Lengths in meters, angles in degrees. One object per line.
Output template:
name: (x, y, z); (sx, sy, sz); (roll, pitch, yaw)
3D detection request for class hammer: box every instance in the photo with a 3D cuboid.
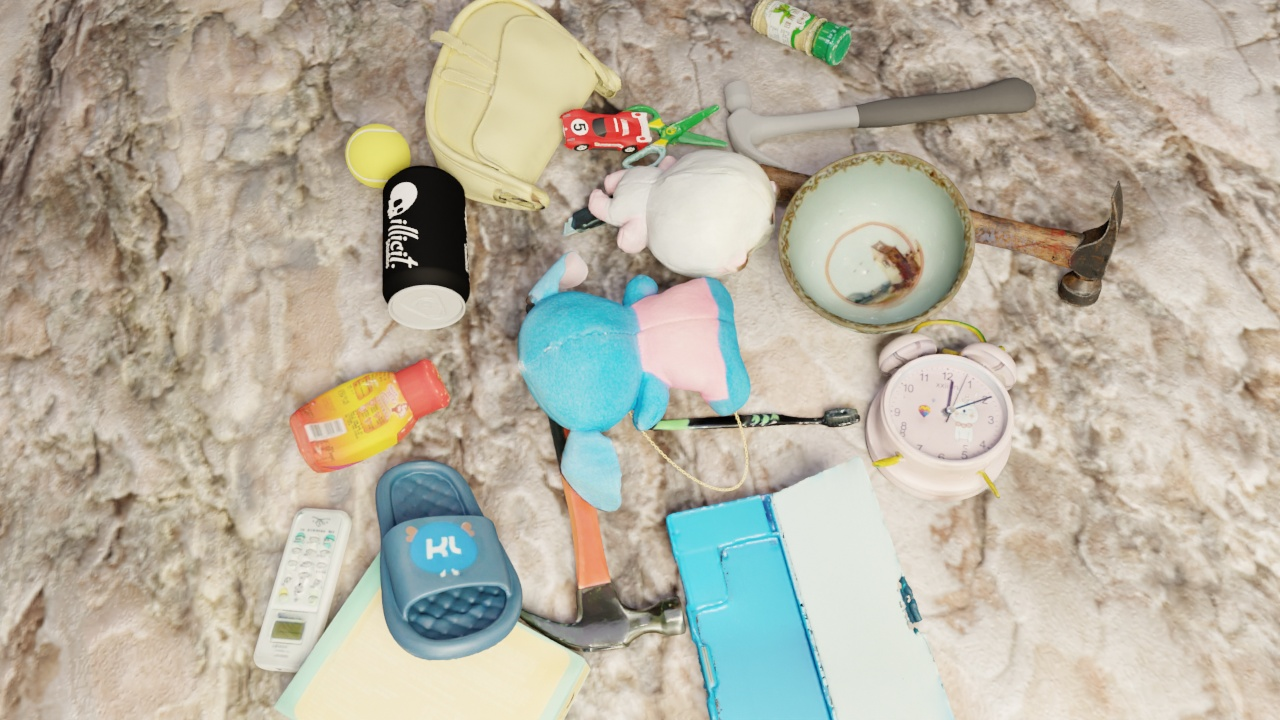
hammer: (0.244, -0.249, 0.936); (0.311, 0.029, 0.124); (-7, 60, 2)
hammer: (0.257, -0.140, 0.839); (0.331, 0.120, 0.033); (18, 51, 22)
hammer: (-0.058, 0.082, 0.789); (0.133, 0.033, 0.332); (-12, 60, 1)

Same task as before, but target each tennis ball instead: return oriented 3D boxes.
tennis ball: (-0.272, -0.212, 0.952); (0.065, 0.065, 0.065); (-3, 61, 5)

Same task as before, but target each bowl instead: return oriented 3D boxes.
bowl: (0.206, -0.091, 0.806); (0.160, 0.094, 0.159); (-3, 77, 13)

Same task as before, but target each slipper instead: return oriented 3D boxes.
slipper: (-0.152, 0.142, 0.714); (0.103, 0.059, 0.213); (-1, 33, -24)

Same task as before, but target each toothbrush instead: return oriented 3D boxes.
toothbrush: (0.095, 0.052, 0.795); (0.188, 0.017, 0.014); (-3, 55, 6)

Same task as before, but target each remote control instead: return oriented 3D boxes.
remote control: (-0.276, 0.188, 0.758); (0.050, 0.022, 0.133); (3, 62, 7)

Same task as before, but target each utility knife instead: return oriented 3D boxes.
utility knife: (-0.001, -0.164, 0.923); (0.174, 0.020, 0.028); (-25, 60, -6)

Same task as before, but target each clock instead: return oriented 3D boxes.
clock: (0.252, 0.036, 0.761); (0.117, 0.059, 0.157); (10, 62, 12)

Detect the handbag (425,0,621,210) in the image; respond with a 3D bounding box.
handbag: (-0.137, -0.271, 0.959); (0.191, 0.089, 0.232); (20, 65, 13)

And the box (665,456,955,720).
box: (0.124, 0.210, 0.681); (0.176, 0.060, 0.243); (-21, 60, 14)

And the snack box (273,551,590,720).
snack box: (-0.156, 0.249, 0.698); (0.194, 0.044, 0.141); (23, 65, 18)

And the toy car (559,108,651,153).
toy car: (-0.036, -0.233, 0.928); (0.089, 0.025, 0.038); (-5, 78, -28)

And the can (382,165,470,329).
can: (-0.206, -0.110, 0.880); (0.080, 0.080, 0.145); (-9, 61, 1)

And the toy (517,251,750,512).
toy: (-0.005, 0.004, 0.761); (0.191, 0.099, 0.223); (-8, 66, -5)

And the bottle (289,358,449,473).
bottle: (-0.238, 0.046, 0.816); (0.134, 0.048, 0.071); (-26, 62, -8)

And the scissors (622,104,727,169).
scissors: (0.029, -0.232, 0.959); (0.127, 0.012, 0.123); (16, 66, 16)

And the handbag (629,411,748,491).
handbag: (0.035, 0.039, 0.800); (0.084, 0.027, 0.178); (-31, 62, -7)

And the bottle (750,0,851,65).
bottle: (0.173, -0.359, 0.996); (0.110, 0.043, 0.042); (33, 69, 23)

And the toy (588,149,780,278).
toy: (0.038, -0.144, 0.864); (0.180, 0.101, 0.138); (13, 60, 23)
